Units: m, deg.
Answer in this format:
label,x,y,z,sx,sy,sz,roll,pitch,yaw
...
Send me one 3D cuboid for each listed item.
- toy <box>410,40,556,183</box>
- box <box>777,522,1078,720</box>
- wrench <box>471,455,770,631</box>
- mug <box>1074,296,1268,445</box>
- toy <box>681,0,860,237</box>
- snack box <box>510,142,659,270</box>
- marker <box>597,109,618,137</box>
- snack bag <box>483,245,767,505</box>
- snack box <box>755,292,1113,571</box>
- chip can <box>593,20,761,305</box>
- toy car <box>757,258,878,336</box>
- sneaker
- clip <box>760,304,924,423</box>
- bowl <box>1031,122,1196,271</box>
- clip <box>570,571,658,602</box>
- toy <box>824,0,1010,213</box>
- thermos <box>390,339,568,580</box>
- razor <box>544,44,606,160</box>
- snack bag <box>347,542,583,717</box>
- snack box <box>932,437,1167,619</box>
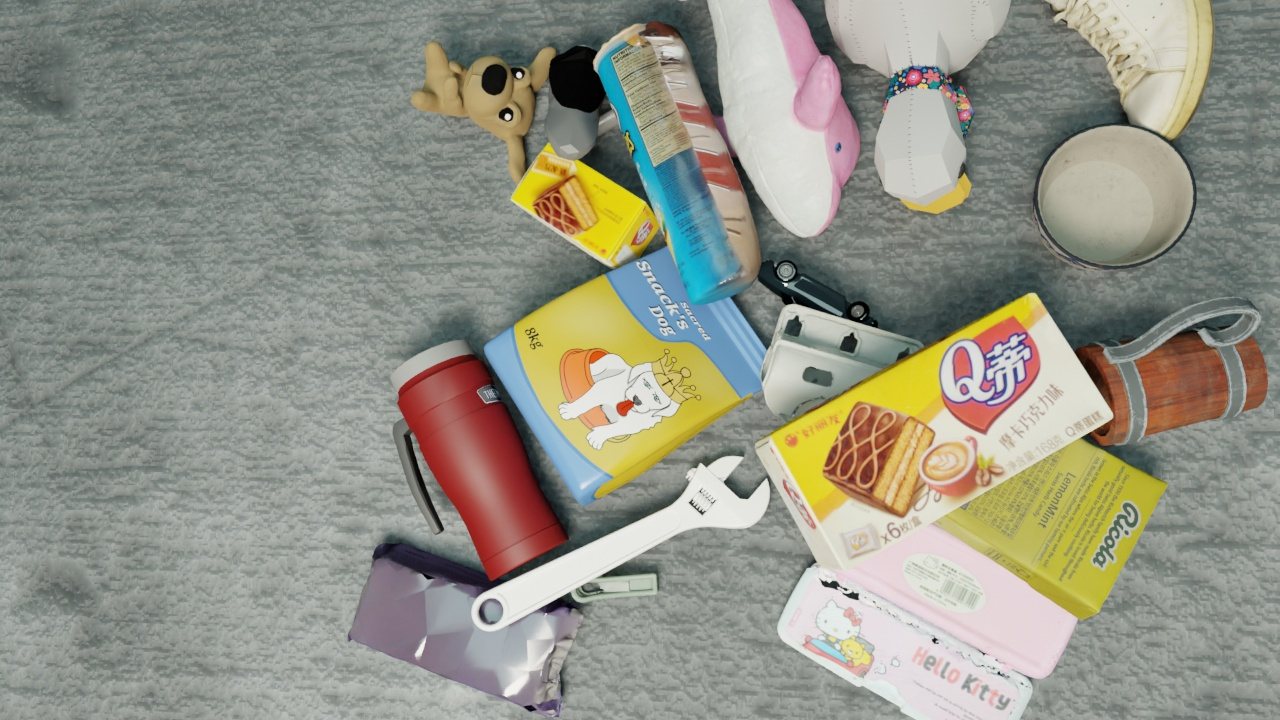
label,x,y,z,sx,sy,sz,roll,pitch,yaw
toy,-0.146,-0.241,0.836,0.108,0.106,0.134,13,83,1
box,0.227,0.208,0.736,0.201,0.044,0.154,27,90,12
wrench,-0.016,0.157,0.775,0.273,0.018,0.066,-26,75,-5
mug,0.400,0.004,0.692,0.111,0.117,0.081,-12,45,6
toy,0.123,-0.239,0.771,0.127,0.187,0.265,-28,103,-30
snack box,-0.046,-0.131,0.807,0.106,0.083,0.061,34,92,12
marker,-0.023,-0.226,0.844,0.139,0.022,0.016,-28,74,8
snack bag,-0.005,0.005,0.783,0.205,0.102,0.159,-32,79,-7
snack box,0.211,0.051,0.674,0.230,0.062,0.110,-28,82,-7
chip can,0.036,-0.164,0.766,0.080,0.080,0.229,-22,82,8
toy car,0.148,-0.050,0.778,0.112,0.046,0.034,32,89,14
sneaker,0.377,-0.288,0.735,0.102,0.089,0.241,-5,78,2
clip,0.153,0.041,0.735,0.126,0.091,0.151,17,93,1
bowl,0.371,-0.124,0.735,0.115,0.059,0.115,-1,84,11
clip,-0.022,0.195,0.796,0.074,0.035,0.023,-5,81,5
toy,0.217,-0.262,0.723,0.141,0.246,0.267,-2,64,27
thermos,-0.152,0.091,0.803,0.108,0.084,0.198,-29,81,6
razor,-0.057,-0.219,0.796,0.057,0.060,0.155,12,50,-10
snack bag,-0.155,0.233,0.802,0.205,0.058,0.096,15,86,13
snack box,0.294,0.100,0.718,0.181,0.045,0.121,32,72,17
